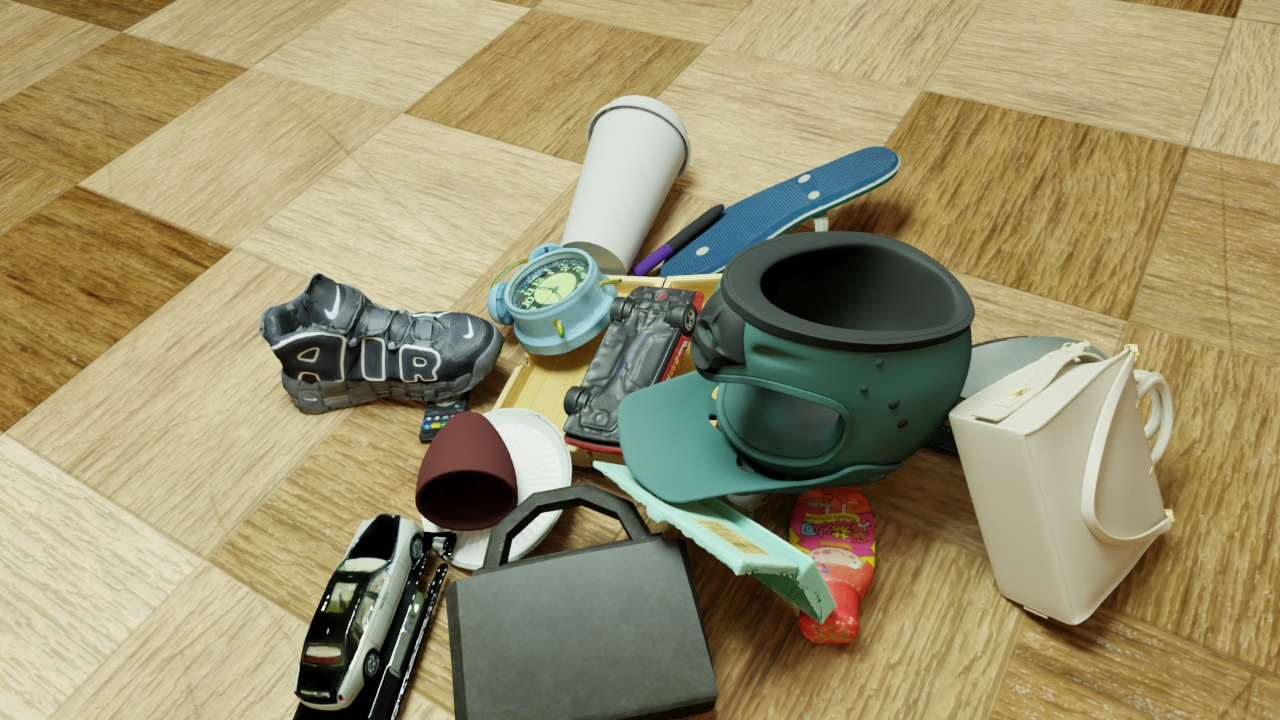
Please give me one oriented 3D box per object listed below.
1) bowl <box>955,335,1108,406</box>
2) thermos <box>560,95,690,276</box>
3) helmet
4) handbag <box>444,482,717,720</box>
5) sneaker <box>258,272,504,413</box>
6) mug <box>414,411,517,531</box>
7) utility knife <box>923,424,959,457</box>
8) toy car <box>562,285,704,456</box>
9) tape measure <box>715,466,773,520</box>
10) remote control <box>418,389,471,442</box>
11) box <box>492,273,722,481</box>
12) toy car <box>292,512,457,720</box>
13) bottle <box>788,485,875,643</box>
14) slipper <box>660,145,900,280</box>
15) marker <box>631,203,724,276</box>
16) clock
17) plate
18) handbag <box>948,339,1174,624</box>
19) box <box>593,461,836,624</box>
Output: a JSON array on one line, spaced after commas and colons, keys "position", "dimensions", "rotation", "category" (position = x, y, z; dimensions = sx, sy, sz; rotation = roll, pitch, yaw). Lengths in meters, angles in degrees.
[{"position": [0.352, 0.031, 0.846], "dimensions": [0.151, 0.057, 0.150], "rotation": [-12, 21, 5], "category": "bowl"}, {"position": [-0.025, -0.195, 1.081], "dimensions": [0.132, 0.132, 0.221], "rotation": [9, 58, 15], "category": "thermos"}, {"position": [0.129, 0.017, 0.744], "dimensions": [0.274, 0.201, 0.176], "rotation": [-7, 45, -26], "category": "helmet"}, {"position": [-0.055, 0.195, 0.736], "dimensions": [0.197, 0.102, 0.199], "rotation": [-10, 64, -2], "category": "handbag"}, {"position": [-0.271, -0.034, 0.926], "dimensions": [0.253, 0.151, 0.097], "rotation": [-8, 50, 13], "category": "sneaker"}, {"position": [-0.161, 0.099, 0.823], "dimensions": [0.087, 0.114, 0.088], "rotation": [22, 37, -27], "category": "mug"}, {"position": [0.277, 0.071, 0.861], "dimensions": [0.173, 0.020, 0.028], "rotation": [20, 56, 25], "category": "utility knife"}, {"position": [-0.005, 0.005, 0.858], "dimensions": [0.082, 0.056, 0.188], "rotation": [7, 55, 30], "category": "toy car"}, {"position": [0.092, 0.113, 0.847], "dimensions": [0.060, 0.020, 0.062], "rotation": [27, 56, 28], "category": "tape measure"}, {"position": [-0.197, 0.026, 0.965], "dimensions": [0.045, 0.021, 0.140], "rotation": [-6, 51, 15], "category": "remote control"}, {"position": [-0.005, 0.005, 0.930], "dimensions": [0.254, 0.068, 0.246], "rotation": [6, 48, 20], "category": "box"}, {"position": [-0.230, 0.210, 0.763], "dimensions": [0.094, 0.071, 0.191], "rotation": [-1, 47, 18], "category": "toy car"}, {"position": [0.159, 0.169, 0.768], "dimensions": [0.071, 0.048, 0.134], "rotation": [4, 49, 10], "category": "bottle"}, {"position": [0.159, -0.152, 1.042], "dimensions": [0.295, 0.060, 0.118], "rotation": [-27, 35, 7], "category": "slipper"}, {"position": [0.044, -0.137, 1.053], "dimensions": [0.134, 0.018, 0.015], "rotation": [-39, 91, -7], "category": "marker"}, {"position": [-0.097, -0.068, 0.971], "dimensions": [0.162, 0.060, 0.117], "rotation": [21, 58, 42], "category": "clock"}, {"position": [-0.133, 0.118, 0.848], "dimensions": [0.157, 0.014, 0.156], "rotation": [-11, 59, 18], "category": "plate"}, {"position": [0.362, 0.078, 0.735], "dimensions": [0.197, 0.195, 0.101], "rotation": [-29, 19, -21], "category": "handbag"}, {"position": [0.058, 0.133, 0.731], "dimensions": [0.187, 0.139, 0.052], "rotation": [27, 77, 48], "category": "box"}]
